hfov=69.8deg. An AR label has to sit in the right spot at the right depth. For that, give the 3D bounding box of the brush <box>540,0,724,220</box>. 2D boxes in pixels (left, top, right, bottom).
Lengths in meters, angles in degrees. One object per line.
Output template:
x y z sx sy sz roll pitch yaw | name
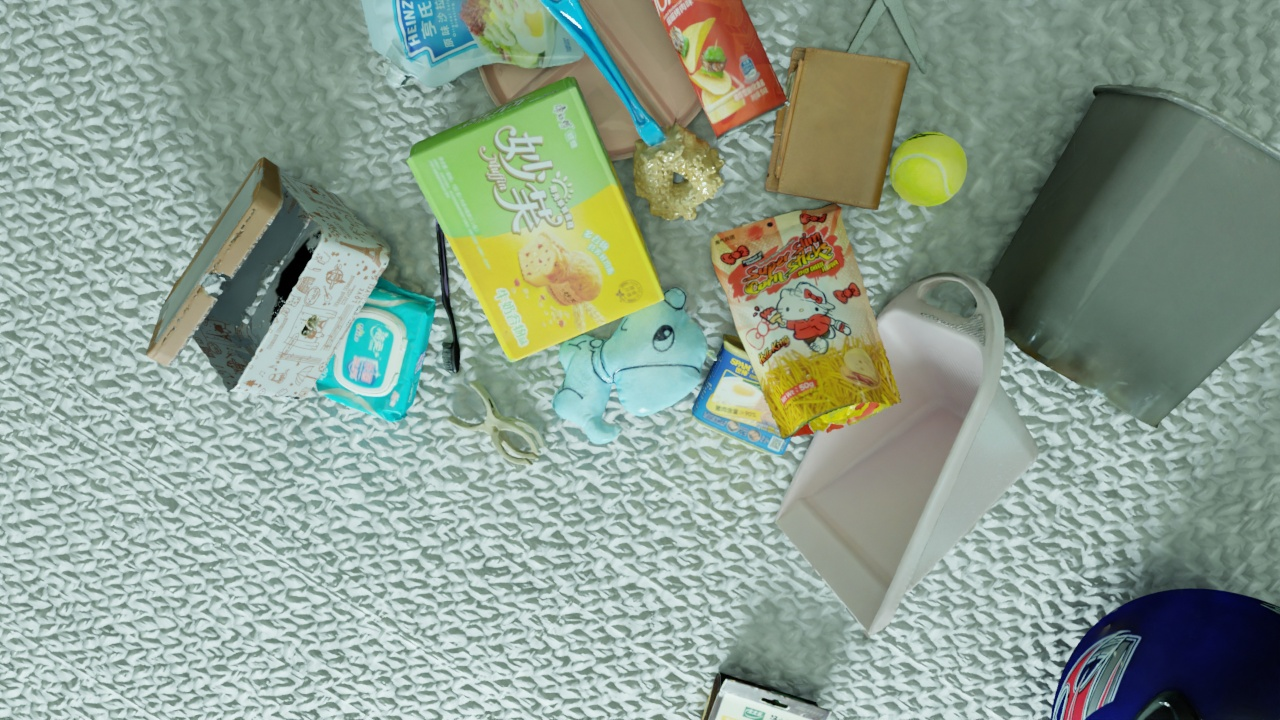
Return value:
-0.009 -0.219 0.782 0.083 0.045 0.254 -28 127 17 | brush

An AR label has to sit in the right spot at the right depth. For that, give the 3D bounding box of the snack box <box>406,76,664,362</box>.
-0.089 -0.123 0.820 0.158 0.070 0.210 -22 114 5 | snack box

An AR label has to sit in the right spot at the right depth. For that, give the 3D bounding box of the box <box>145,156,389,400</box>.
-0.349 -0.080 0.814 0.146 0.148 0.181 42 103 29 | box

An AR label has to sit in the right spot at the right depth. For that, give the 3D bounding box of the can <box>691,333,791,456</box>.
0.108 0.033 0.875 0.102 0.057 0.083 24 104 -2 | can

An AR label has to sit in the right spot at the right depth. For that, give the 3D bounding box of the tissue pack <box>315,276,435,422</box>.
-0.255 -0.016 0.889 0.093 0.050 0.133 17 102 1 | tissue pack

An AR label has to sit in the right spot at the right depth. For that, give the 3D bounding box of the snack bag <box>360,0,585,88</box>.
-0.148 -0.303 0.801 0.191 0.038 0.110 -7 112 7 | snack bag

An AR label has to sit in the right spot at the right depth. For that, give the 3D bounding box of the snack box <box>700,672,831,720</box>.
0.122 0.386 0.952 0.113 0.053 0.126 18 102 0 | snack box

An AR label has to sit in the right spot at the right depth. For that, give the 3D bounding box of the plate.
-0.036 -0.296 0.827 0.229 0.028 0.229 1 102 4 | plate

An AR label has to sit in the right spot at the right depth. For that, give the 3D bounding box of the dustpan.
0.210 0.060 0.800 0.273 0.222 0.139 -41 110 -2 | dustpan

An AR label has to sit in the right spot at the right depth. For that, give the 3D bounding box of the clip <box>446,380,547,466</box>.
-0.141 0.068 0.910 0.100 0.034 0.070 36 103 0 | clip

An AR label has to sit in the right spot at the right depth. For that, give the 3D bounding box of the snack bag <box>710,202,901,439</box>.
0.146 -0.039 0.821 0.129 0.073 0.207 -18 69 8 | snack bag

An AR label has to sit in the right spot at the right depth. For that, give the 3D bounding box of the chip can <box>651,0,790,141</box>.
0.049 -0.297 0.771 0.073 0.073 0.216 -25 100 8 | chip can

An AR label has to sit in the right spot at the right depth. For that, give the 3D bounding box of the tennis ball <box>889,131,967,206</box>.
0.256 -0.170 0.817 0.065 0.065 0.065 1 102 3 | tennis ball

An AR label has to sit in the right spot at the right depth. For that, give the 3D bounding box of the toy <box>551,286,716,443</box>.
-0.005 0.005 0.877 0.156 0.049 0.161 10 93 13 | toy

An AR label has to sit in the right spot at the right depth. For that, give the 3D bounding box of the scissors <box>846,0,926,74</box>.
0.222 -0.339 0.810 0.162 0.012 0.175 -36 100 11 | scissors

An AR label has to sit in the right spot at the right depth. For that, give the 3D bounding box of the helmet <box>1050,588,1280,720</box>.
0.499 0.362 0.826 0.241 0.246 0.315 17 98 43 | helmet

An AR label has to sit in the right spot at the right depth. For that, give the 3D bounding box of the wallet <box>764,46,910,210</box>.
0.175 -0.209 0.827 0.108 0.031 0.132 12 100 11 | wallet

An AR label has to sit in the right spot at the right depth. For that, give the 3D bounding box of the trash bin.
0.421 -0.085 0.768 0.198 0.198 0.220 29 109 -3 | trash bin

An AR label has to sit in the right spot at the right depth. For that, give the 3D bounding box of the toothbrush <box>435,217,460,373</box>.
-0.192 -0.079 0.891 0.017 0.014 0.189 0 102 16 | toothbrush
